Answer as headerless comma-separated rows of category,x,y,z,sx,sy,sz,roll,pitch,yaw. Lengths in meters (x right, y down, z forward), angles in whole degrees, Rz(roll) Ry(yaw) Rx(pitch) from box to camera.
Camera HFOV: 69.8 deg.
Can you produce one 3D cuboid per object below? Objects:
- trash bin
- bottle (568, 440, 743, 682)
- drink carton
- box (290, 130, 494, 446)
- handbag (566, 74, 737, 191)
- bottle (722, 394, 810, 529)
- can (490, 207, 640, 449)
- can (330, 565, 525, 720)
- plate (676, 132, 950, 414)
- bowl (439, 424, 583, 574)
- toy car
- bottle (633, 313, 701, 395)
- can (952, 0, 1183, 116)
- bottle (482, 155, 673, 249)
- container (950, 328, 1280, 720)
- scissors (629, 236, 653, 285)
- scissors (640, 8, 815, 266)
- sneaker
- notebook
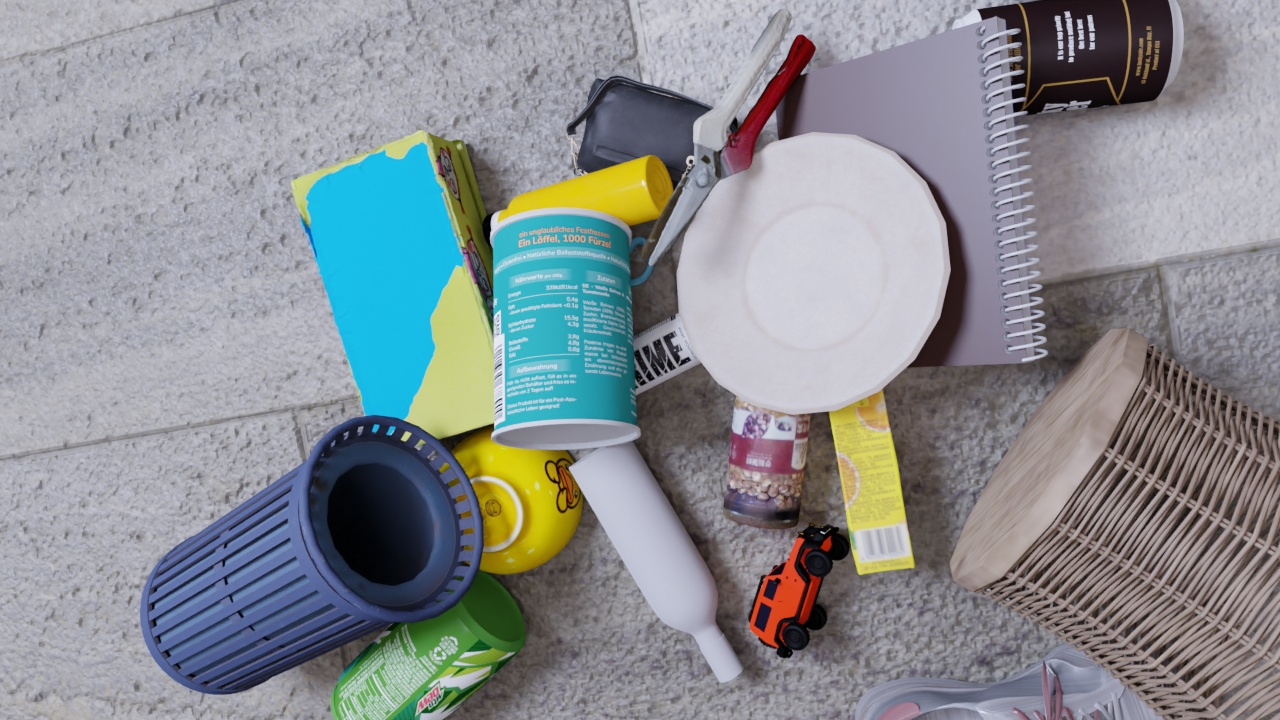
trash bin,-0.247,0.151,0.663,0.250,0.139,0.139,-30,89,33
bottle,0.018,0.151,0.689,0.052,0.052,0.195,-31,89,11
drink carton,0.160,0.077,0.653,0.043,0.058,0.134,-10,92,11
box,-0.166,-0.050,0.695,0.124,0.079,0.221,-18,89,12
handbag,0.008,-0.155,0.664,0.128,0.054,0.079,17,102,6
bottle,0.093,0.064,0.665,0.056,0.056,0.105,7,96,10
can,-0.053,-0.018,0.631,0.099,0.099,0.143,-6,75,11
can,-0.165,0.235,0.714,0.144,0.083,0.083,-44,86,11
plate,0.113,-0.058,0.620,0.189,0.027,0.188,-4,83,30
bowl,-0.107,0.110,0.700,0.117,0.067,0.117,1,95,10
toy car,0.114,0.165,0.671,0.049,0.051,0.100,21,105,26
bottle,-0.004,0.004,0.686,0.116,0.041,0.041,-27,90,12
can,0.274,-0.200,0.600,0.129,0.071,0.072,-4,94,11
bottle,-0.049,-0.108,0.662,0.144,0.043,0.043,-11,93,28
container,0.325,0.110,0.551,0.196,0.226,0.227,33,100,13
scissors,-0.035,-0.051,0.704,0.118,0.015,0.139,-6,100,12
scissors,0.062,-0.146,0.621,0.139,0.015,0.189,0,99,-28
sneaker,0.268,0.258,0.633,0.236,0.089,0.099,-15,92,11
notebook,0.174,-0.100,0.611,0.172,0.022,0.209,-3,95,43
